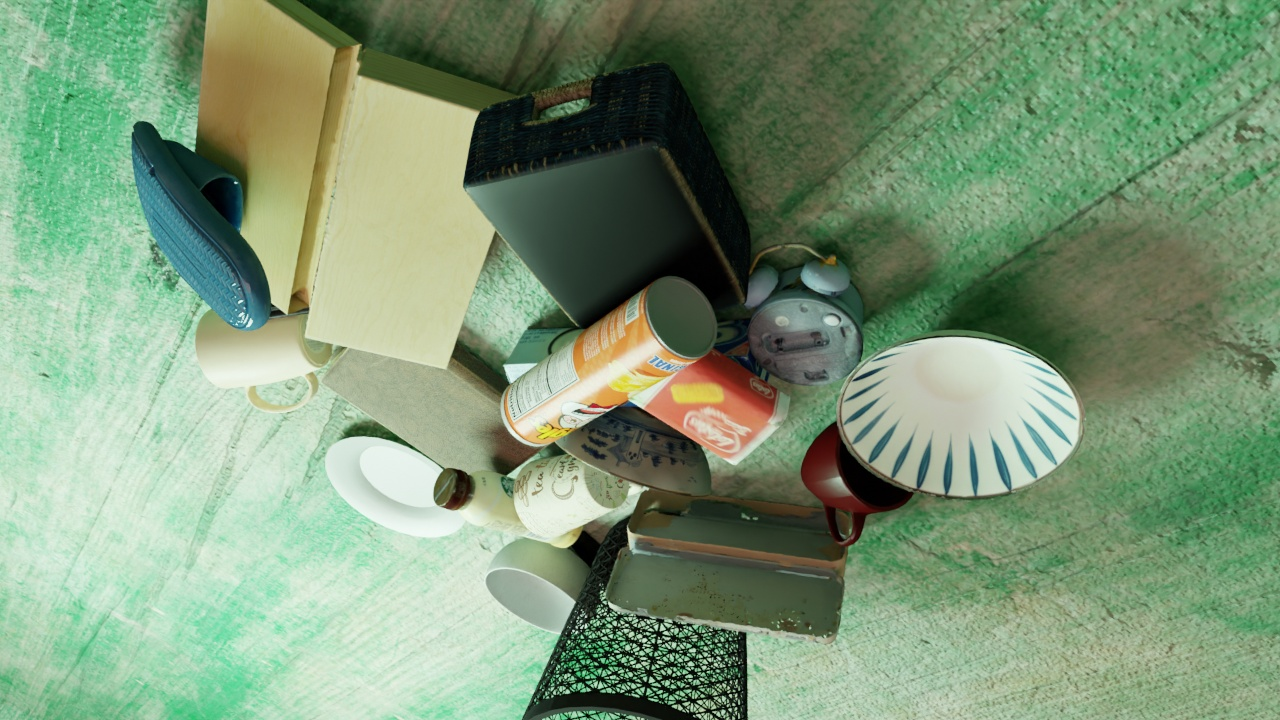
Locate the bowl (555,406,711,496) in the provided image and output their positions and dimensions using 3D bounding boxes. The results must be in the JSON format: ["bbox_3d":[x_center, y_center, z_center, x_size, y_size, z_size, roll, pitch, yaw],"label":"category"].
[{"bbox_3d":[0.001,0.070,0.831,0.151,0.150,0.057,20,94,1],"label":"bowl"}]

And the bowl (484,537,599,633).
[{"bbox_3d":[-0.108,0.252,1.061,0.132,0.064,0.132,17,140,14],"label":"bowl"}]

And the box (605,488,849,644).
[{"bbox_3d":[0.086,0.191,0.877,0.216,0.148,0.043,5,120,15],"label":"box"}]

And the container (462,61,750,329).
[{"bbox_3d":[-0.016,-0.103,0.645,0.145,0.071,0.187,-8,148,22],"label":"container"}]

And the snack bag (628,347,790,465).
[{"bbox_3d":[0.053,0.029,0.734,0.116,0.036,0.077,32,132,-10],"label":"snack bag"}]

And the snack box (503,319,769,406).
[{"bbox_3d":[-0.005,0.005,0.798,0.227,0.059,0.059,-1,128,21],"label":"snack box"}]

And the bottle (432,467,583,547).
[{"bbox_3d":[-0.134,0.149,0.943,0.162,0.056,0.057,25,141,-37],"label":"bottle"}]

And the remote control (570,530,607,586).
[{"bbox_3d":[-0.040,0.242,1.069,0.039,0.010,0.125,-19,123,33],"label":"remote control"}]

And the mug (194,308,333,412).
[{"bbox_3d":[-0.356,-0.004,0.891,0.104,0.085,0.111,-7,104,12],"label":"mug"}]

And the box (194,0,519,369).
[{"bbox_3d":[-0.235,-0.134,0.719,0.261,0.096,0.248,28,126,1],"label":"box"}]

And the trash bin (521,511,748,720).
[{"bbox_3d":[0.013,0.299,0.929,0.217,0.242,0.217,8,131,9],"label":"trash bin"}]

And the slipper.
[{"bbox_3d":[-0.339,-0.104,0.718,0.213,0.059,0.104,45,137,24],"label":"slipper"}]

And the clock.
[{"bbox_3d":[0.126,-0.038,0.713,0.089,0.051,0.124,-8,128,28],"label":"clock"}]

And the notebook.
[{"bbox_3d":[-0.190,0.029,0.904,0.215,0.034,0.191,39,132,-18],"label":"notebook"}]

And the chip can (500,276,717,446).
[{"bbox_3d":[-0.031,0.007,0.704,0.062,0.062,0.211,39,141,-17],"label":"chip can"}]

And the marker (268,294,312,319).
[{"bbox_3d":[-0.299,-0.054,0.847,0.123,0.018,0.015,-10,164,0],"label":"marker"}]

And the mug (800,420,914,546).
[{"bbox_3d":[0.178,0.106,0.797,0.087,0.113,0.089,18,159,-19],"label":"mug"}]

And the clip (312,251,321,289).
[{"bbox_3d":[-0.295,-0.076,0.855,0.035,0.022,0.058,30,140,-13],"label":"clip"}]

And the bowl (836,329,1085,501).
[{"bbox_3d":[0.246,0.026,0.716,0.177,0.070,0.178,11,135,11],"label":"bowl"}]

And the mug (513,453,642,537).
[{"bbox_3d":[-0.050,0.130,0.920,0.121,0.081,0.097,14,154,-42],"label":"mug"}]

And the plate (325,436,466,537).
[{"bbox_3d":[-0.277,0.141,1.054,0.173,0.019,0.173,10,135,11],"label":"plate"}]
